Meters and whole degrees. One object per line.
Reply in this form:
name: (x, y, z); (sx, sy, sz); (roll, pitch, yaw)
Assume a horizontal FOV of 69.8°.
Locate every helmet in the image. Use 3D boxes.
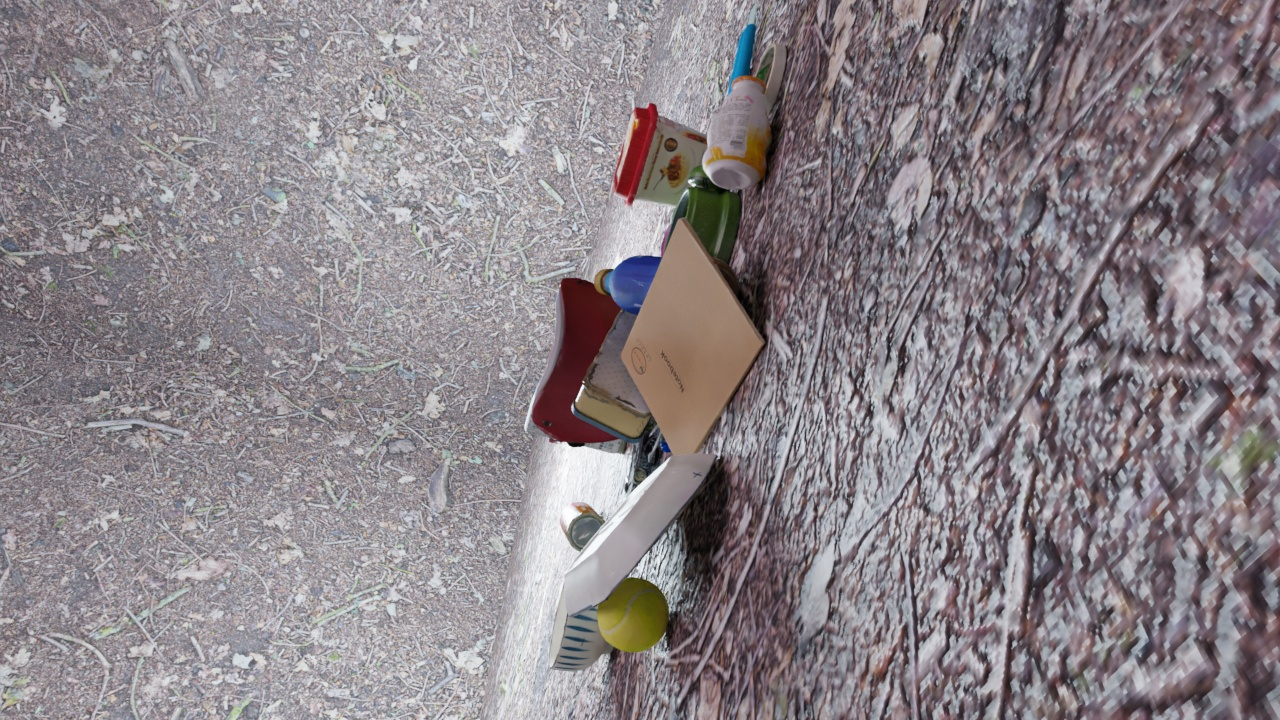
helmet: (-0.040, 0.013, 1.170); (0.240, 0.144, 0.206); (65, -144, -78)

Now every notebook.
notebook: (0.041, -0.009, 0.854); (0.147, 0.008, 0.208); (61, 148, 27)

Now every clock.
clock: (0.066, -0.148, 1.013); (0.116, 0.056, 0.161); (120, 163, -58)

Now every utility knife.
utility knife: (0.125, -0.364, 1.119); (0.034, 0.018, 0.187); (-32, 43, 62)

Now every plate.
plate: (-0.012, 0.156, 0.842); (0.161, 0.034, 0.266); (-48, -3, -23)

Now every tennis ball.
tennis ball: (-0.007, 0.228, 0.825); (0.065, 0.065, 0.065); (-167, 91, -82)

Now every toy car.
toy car: (0.005, 0.114, 1.056); (0.049, 0.031, 0.105); (120, 164, -64)

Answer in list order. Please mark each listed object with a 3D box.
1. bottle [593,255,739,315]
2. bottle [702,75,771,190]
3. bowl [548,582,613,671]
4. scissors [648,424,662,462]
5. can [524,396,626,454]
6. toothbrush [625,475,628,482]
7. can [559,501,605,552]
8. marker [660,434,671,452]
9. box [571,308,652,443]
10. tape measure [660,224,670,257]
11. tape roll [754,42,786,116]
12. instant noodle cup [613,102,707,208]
bottle: (0.014, -0.077, 0.948); (0.219, 0.065, 0.065); (14, 89, 58)
bottle: (0.099, -0.225, 0.904); (0.063, 0.063, 0.108); (130, 153, -71)
bowl: (-0.061, 0.301, 1.056); (0.116, 0.066, 0.116); (-168, 92, -83)
scissors: (0.045, 0.027, 0.964); (0.164, 0.012, 0.160); (142, 146, -67)
can: (-0.092, 0.093, 1.333); (0.058, 0.146, 0.058); (-167, 91, -81)
toothbrush: (-0.006, 0.167, 1.085); (0.189, 0.029, 0.021); (-119, 6, -79)
can: (-0.085, 0.242, 1.342); (0.147, 0.058, 0.058); (166, 118, -81)
marker: (0.031, 0.051, 1.042); (0.145, 0.017, 0.017); (-87, 14, -53)
box: (-0.006, 0.006, 1.010); (0.183, 0.090, 0.061); (-60, -3, -37)
tape measure: (0.051, -0.146, 1.175); (0.057, 0.039, 0.057); (-91, 17, -45)
tape roll: (0.132, -0.290, 0.966); (0.086, 0.014, 0.086); (-167, 91, -82)
instant noodle cup: (0.039, -0.238, 1.110); (0.116, 0.124, 0.117); (-95, 21, -65)
